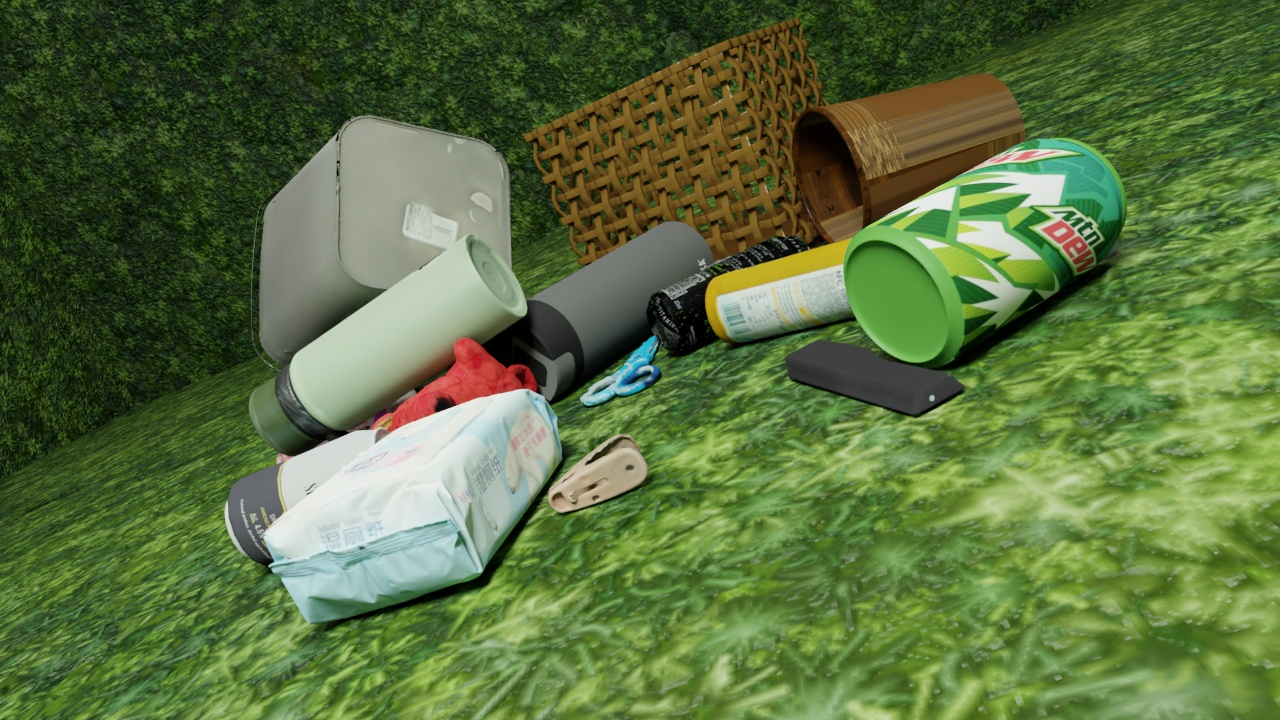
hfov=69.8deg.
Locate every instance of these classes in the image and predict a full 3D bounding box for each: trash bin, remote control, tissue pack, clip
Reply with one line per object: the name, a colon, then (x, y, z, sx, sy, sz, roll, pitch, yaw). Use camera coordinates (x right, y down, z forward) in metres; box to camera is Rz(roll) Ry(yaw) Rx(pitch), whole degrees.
trash bin: (-0.234, -0.100, 0.850, 0.197, 0.197, 0.221, 5, -16, -32)
remote control: (0.121, 0.006, 0.499, 0.032, 0.015, 0.136, -26, 13, -12)
tissue pack: (-0.120, 0.073, 0.531, 0.112, 0.070, 0.181, -20, 13, 16)
clip: (-0.023, 0.062, 0.510, 0.060, 0.024, 0.039, -24, 13, 13)

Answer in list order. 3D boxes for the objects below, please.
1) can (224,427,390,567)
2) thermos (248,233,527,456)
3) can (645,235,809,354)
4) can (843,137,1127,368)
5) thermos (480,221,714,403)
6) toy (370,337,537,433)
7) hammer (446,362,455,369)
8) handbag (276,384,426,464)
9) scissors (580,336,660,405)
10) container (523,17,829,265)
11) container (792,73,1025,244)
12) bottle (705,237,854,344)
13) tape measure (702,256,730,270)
can: (-0.213, 0.091, 0.630, 0.127, 0.064, 0.064, -22, 13, 4)
thermos: (-0.201, -0.003, 0.721, 0.232, 0.082, 0.082, -32, 11, 13)
can: (0.072, -0.054, 0.737, 0.137, 0.054, 0.054, -26, 13, -13)
can: (0.189, -0.062, 0.503, 0.143, 0.083, 0.083, -29, 14, -23)
thermos: (-0.032, -0.047, 0.824, 0.082, 0.082, 0.239, -10, 18, 44)
toy: (-0.134, 0.035, 0.695, 0.094, 0.088, 0.132, -28, 7, 37)
hammer: (-0.131, -0.022, 0.902, 0.111, 0.028, 0.300, -27, 2, 12)
handbag: (-0.255, 0.071, 0.811, 0.144, 0.068, 0.170, -25, 20, -6)
scissors: (-0.004, 0.004, 0.738, 0.066, 0.015, 0.134, -19, 12, 21)
container: (0.064, -0.207, 1.001, 0.252, 0.214, 0.218, -14, 16, 35)
container: (0.243, -0.186, 0.829, 0.167, 0.132, 0.132, -20, 12, -9)
bottle: (0.135, -0.055, 0.634, 0.187, 0.053, 0.053, -13, 16, 36)
tape measure: (0.075, -0.066, 0.825, 0.058, 0.036, 0.065, -35, 18, -9)
